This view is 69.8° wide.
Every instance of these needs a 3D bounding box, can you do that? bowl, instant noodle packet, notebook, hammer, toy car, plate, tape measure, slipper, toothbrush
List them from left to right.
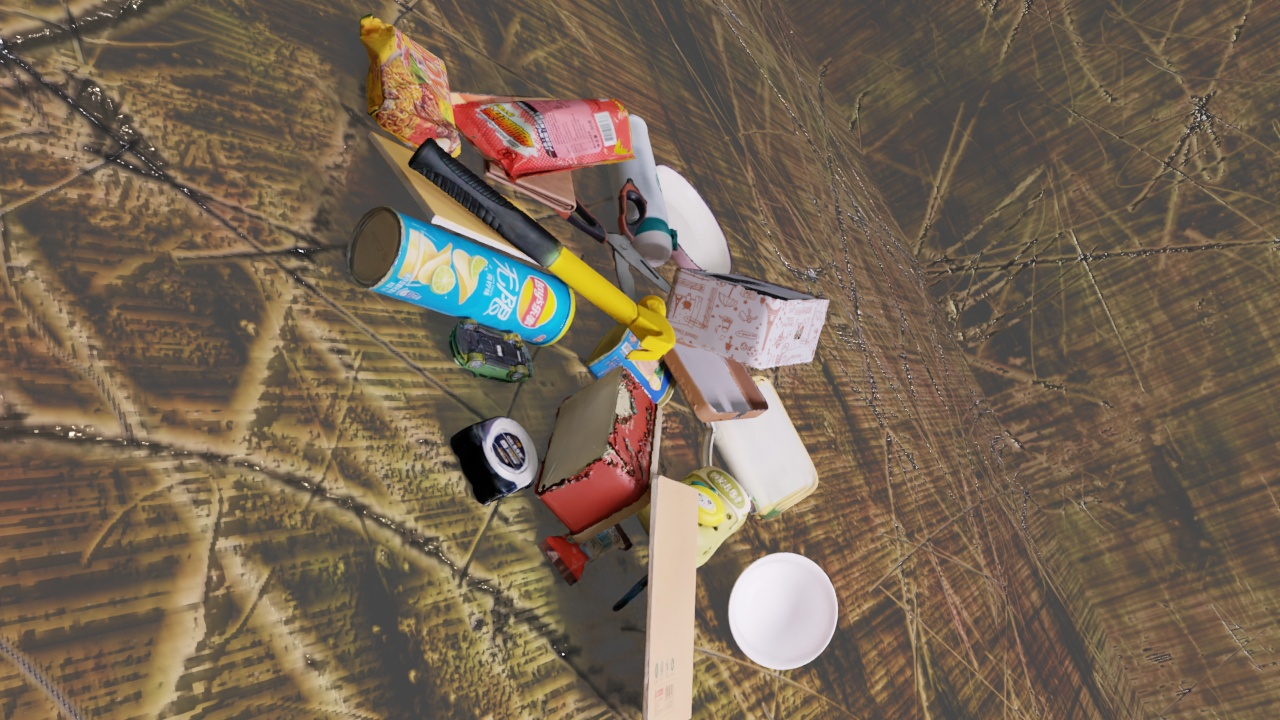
[{"bbox_3d":[-0.226,-0.267,0.905,0.110,0.044,0.128,28,41,-53],"label":"instant noodle packet"},{"bbox_3d":[-0.153,-0.144,0.887,0.206,0.010,0.146,18,26,-53],"label":"notebook"},{"bbox_3d":[-0.134,-0.005,0.813,0.091,0.036,0.043,24,45,-51],"label":"toy car"},{"bbox_3d":[-0.118,0.081,0.760,0.065,0.034,0.065,-14,77,-59],"label":"tape measure"},{"bbox_3d":[-0.081,-0.097,0.848,0.300,0.033,0.128,37,20,-22],"label":"hammer"},{"bbox_3d":[0.018,0.206,0.892,0.189,0.014,0.016,-23,100,-63],"label":"toothbrush"},{"bbox_3d":[0.028,0.208,0.786,0.147,0.008,0.207,36,55,-70],"label":"notebook"},{"bbox_3d":[0.061,-0.191,1.319,0.192,0.039,0.192,40,33,-34],"label":"plate"},{"bbox_3d":[0.067,0.144,0.946,0.091,0.082,0.190,44,22,16],"label":"slipper"},{"bbox_3d":[0.142,0.261,0.977,0.118,0.118,0.065,60,-12,-1],"label":"bowl"}]

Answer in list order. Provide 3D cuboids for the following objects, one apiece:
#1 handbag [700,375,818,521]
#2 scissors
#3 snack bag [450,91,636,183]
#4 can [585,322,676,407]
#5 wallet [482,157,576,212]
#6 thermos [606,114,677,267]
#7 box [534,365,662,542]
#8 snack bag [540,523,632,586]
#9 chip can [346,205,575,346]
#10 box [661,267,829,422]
[{"bbox_3d":[0.122,0.117,1.120,0.178,0.063,0.163,-21,82,-47],"label":"handbag"},{"bbox_3d":[-0.033,-0.149,1.081,0.189,0.015,0.224,19,48,-24],"label":"scissors"},{"bbox_3d":[-0.105,-0.253,1.020,0.207,0.073,0.128,-19,65,-43],"label":"snack bag"},{"bbox_3d":[-0.006,0.006,0.998,0.083,0.057,0.101,51,28,-12],"label":"can"},{"bbox_3d":[-0.127,-0.225,1.037,0.115,0.020,0.101,18,46,-35],"label":"wallet"},{"bbox_3d":[-0.002,-0.222,1.207,0.073,0.073,0.224,28,41,-46],"label":"thermos"},{"bbox_3d":[-0.037,0.072,0.820,0.078,0.091,0.168,52,19,-19],"label":"box"},{"bbox_3d":[-0.045,0.162,0.812,0.048,0.026,0.104,55,26,9],"label":"snack bag"},{"bbox_3d":[-0.151,-0.069,0.808,0.210,0.071,0.071,20,47,-52],"label":"chip can"},{"bbox_3d":[0.099,-0.010,1.035,0.181,0.150,0.166,-5,111,-59],"label":"box"}]
